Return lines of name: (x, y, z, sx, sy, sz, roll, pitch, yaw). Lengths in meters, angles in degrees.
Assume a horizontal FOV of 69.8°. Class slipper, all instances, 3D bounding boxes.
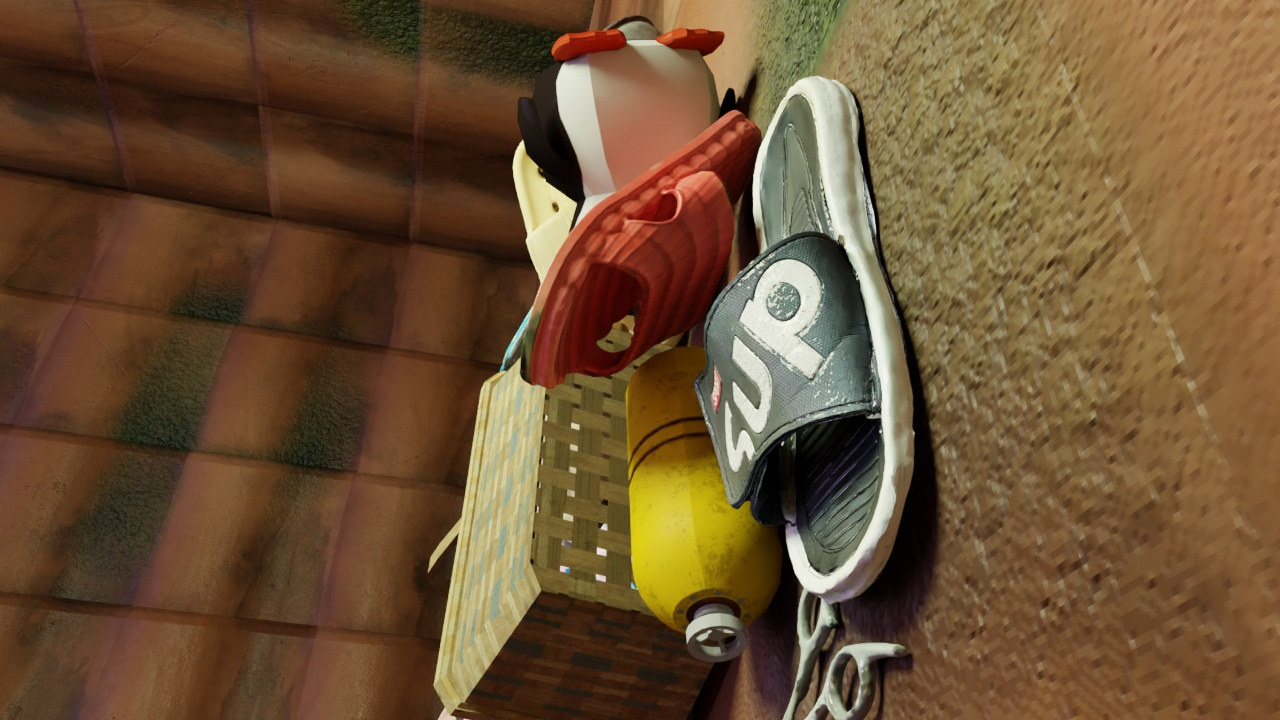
slipper: (-0.053, -0.107, 0.746, 0.079, 0.111, 0.261, 32, -149, -57)
slipper: (0.019, -0.057, 0.500, 0.247, 0.059, 0.104, -48, -17, -44)
slipper: (0.059, -0.022, 0.392, 0.111, 0.063, 0.263, 112, 167, -53)

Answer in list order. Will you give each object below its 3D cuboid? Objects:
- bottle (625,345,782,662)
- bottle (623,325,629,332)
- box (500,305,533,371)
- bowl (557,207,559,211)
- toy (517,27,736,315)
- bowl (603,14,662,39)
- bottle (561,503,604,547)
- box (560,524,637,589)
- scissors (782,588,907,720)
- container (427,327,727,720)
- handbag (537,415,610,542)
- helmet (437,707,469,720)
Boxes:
bottle: (0.030, 0.070, 0.449, 0.163, 0.071, 0.071, -93, 16, -52)
bottle: (-0.036, -0.030, 0.792, 0.063, 0.109, 0.063, 147, 126, -90)
box: (-0.104, -0.049, 1.089, 0.085, 0.170, 0.227, 65, 166, 4)
bowl: (-0.012, -0.123, 0.846, 0.057, 0.137, 0.136, -15, 59, 36)
toy: (-0.006, -0.122, 0.652, 0.140, 0.159, 0.184, 179, 83, -68)
bowl: (-0.007, -0.238, 0.856, 0.144, 0.067, 0.145, -46, -19, -21)
bottle: (-0.068, 0.227, 0.935, 0.072, 0.046, 0.161, -111, 32, -71)
box: (-0.039, 0.227, 0.732, 0.230, 0.062, 0.161, -101, 22, -64)
scissors: (0.060, 0.152, 0.352, 0.118, 0.014, 0.161, -147, 69, -80)
container: (-0.040, 0.115, 0.576, 0.249, 0.157, 0.187, -91, 25, -46)
handbag: (-0.097, 0.142, 0.899, 0.176, 0.062, 0.198, 12, 89, 55)
helmet: (-0.176, 0.468, 1.068, 0.230, 0.152, 0.255, 117, 166, -71)
